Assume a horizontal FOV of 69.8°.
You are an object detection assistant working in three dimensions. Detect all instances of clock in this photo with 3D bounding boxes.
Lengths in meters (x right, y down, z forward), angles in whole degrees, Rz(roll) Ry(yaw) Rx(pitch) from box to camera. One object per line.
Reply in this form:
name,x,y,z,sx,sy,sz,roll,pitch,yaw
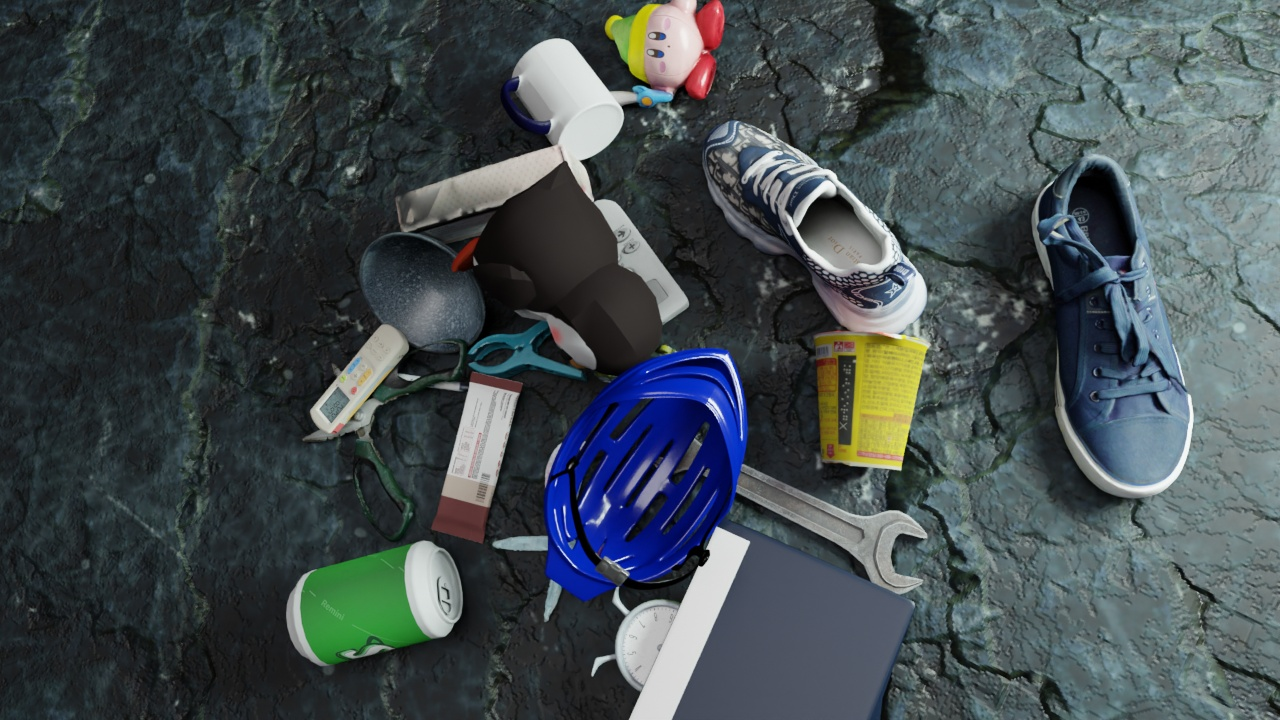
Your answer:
clock,0.028,0.250,0.794,0.119,0.042,0.094,14,79,17

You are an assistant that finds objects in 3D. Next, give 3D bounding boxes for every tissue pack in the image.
tissue pack,-0.147,-0.171,0.928,0.181,0.104,0.071,-18,86,9

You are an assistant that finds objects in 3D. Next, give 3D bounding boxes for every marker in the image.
marker,-0.221,0.021,0.932,0.152,0.011,0.011,7,76,14

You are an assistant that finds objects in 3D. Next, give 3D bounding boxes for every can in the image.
can,-0.241,0.222,0.838,0.140,0.088,0.087,-16,71,8

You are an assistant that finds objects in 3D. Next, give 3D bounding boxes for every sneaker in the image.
sneaker,0.150,-0.141,0.832,0.103,0.132,0.269,-41,69,0
sneaker,0.388,-0.037,0.755,0.121,0.127,0.294,-6,75,9

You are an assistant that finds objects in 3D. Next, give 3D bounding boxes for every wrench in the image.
wrench,0.127,0.124,0.825,0.273,0.010,0.070,25,81,18

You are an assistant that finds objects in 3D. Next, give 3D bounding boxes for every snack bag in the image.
snack bag,-0.158,0.093,0.890,0.057,0.013,0.158,11,84,13

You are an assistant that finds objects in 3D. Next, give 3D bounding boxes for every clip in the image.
clip,-0.113,-0.002,0.909,0.116,0.026,0.097,-12,69,9

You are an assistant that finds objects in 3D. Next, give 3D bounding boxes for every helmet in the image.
helmet,0.008,0.094,0.738,0.148,0.227,0.241,36,91,-4

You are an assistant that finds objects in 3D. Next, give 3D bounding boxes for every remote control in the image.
remote control,-0.282,0.019,0.920,0.038,0.018,0.125,41,92,27
remote control,-0.022,-0.093,0.916,0.074,0.019,0.151,-35,70,1

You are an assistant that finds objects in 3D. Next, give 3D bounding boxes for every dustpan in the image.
dustpan,0.146,0.294,0.745,0.273,0.080,0.236,21,78,22

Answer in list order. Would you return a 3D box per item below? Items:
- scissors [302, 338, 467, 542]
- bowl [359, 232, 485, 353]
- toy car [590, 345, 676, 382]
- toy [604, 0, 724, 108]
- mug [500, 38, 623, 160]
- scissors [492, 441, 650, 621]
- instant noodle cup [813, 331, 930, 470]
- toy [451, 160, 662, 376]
scissors,-0.245,0.075,0.912,0.202,0.015,0.205,-24,74,13
bowl,-0.207,-0.079,0.923,0.137,0.137,0.057,10,37,15
toy car,-0.005,0.005,0.878,0.090,0.027,0.038,6,66,23
toy,0.017,-0.323,0.957,0.131,0.096,0.124,12,116,8
mug,-0.088,-0.264,0.938,0.111,0.079,0.097,-20,65,-35
scissors,-0.056,0.155,0.857,0.171,0.013,0.176,-3,75,14
instant noodle cup,0.196,0.037,0.798,0.100,0.100,0.112,4,85,14
toy,-0.052,-0.073,0.833,0.184,0.158,0.140,49,126,7
